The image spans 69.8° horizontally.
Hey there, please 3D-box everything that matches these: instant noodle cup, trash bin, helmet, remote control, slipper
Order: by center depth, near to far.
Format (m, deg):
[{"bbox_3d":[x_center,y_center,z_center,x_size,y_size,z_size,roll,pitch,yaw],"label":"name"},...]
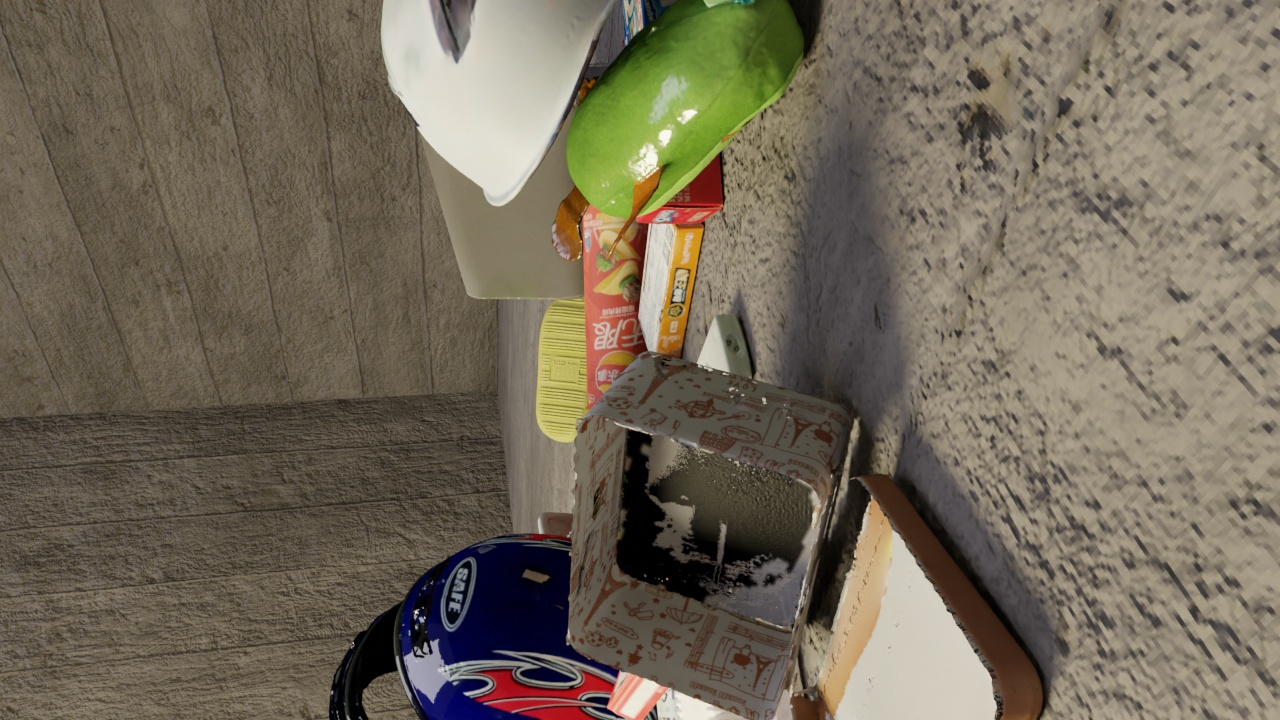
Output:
[{"bbox_3d":[-0.082,-0.238,0.585,0.230,0.146,0.258,-32,30,56],"label":"helmet"},{"bbox_3d":[0.063,0.241,0.613,0.138,0.060,0.173,116,150,-66],"label":"instant noodle cup"},{"bbox_3d":[0.055,0.025,0.688,0.135,0.019,0.056,105,158,-55],"label":"remote control"},{"bbox_3d":[-0.108,0.271,0.809,0.246,0.315,0.241,-89,14,-53],"label":"helmet"},{"bbox_3d":[-0.118,-0.194,0.986,0.198,0.199,0.220,-62,-29,-60],"label":"trash bin"},{"bbox_3d":[-0.076,0.005,1.120,0.081,0.092,0.190,13,-93,-72],"label":"slipper"}]

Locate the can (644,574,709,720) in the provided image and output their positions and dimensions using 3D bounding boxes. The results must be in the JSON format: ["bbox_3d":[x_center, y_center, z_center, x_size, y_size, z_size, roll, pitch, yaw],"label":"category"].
[{"bbox_3d":[0.037,0.225,0.727,0.058,0.058,0.146,125,140,-71],"label":"can"}]

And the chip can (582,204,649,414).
[{"bbox_3d":[-0.020,-0.052,0.899,0.073,0.073,0.216,-150,59,-76],"label":"chip can"}]

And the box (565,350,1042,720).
[{"bbox_3d":[0.072,0.124,0.469,0.272,0.130,0.179,34,132,38],"label":"box"}]

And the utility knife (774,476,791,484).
[{"bbox_3d":[0.081,0.095,0.611,0.196,0.020,0.031,129,134,-66],"label":"utility knife"}]

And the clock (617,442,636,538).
[{"bbox_3d":[-0.038,0.133,1.056,0.161,0.056,0.116,-105,18,-45],"label":"clock"}]

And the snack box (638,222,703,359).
[{"bbox_3d":[0.023,-0.072,0.795,0.075,0.026,0.154,-107,18,-46],"label":"snack box"}]

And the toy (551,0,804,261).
[{"bbox_3d":[0.014,-0.158,0.580,0.247,0.090,0.226,-20,49,58],"label":"toy"}]

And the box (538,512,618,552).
[{"bbox_3d":[-0.069,0.243,1.121,0.201,0.101,0.095,-109,20,-52],"label":"box"}]

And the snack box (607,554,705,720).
[{"bbox_3d":[0.021,0.163,0.630,0.075,0.025,0.152,115,180,-46],"label":"snack box"}]

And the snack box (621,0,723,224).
[{"bbox_3d":[0.022,-0.211,0.697,0.058,0.057,0.207,163,104,-75],"label":"snack box"}]
